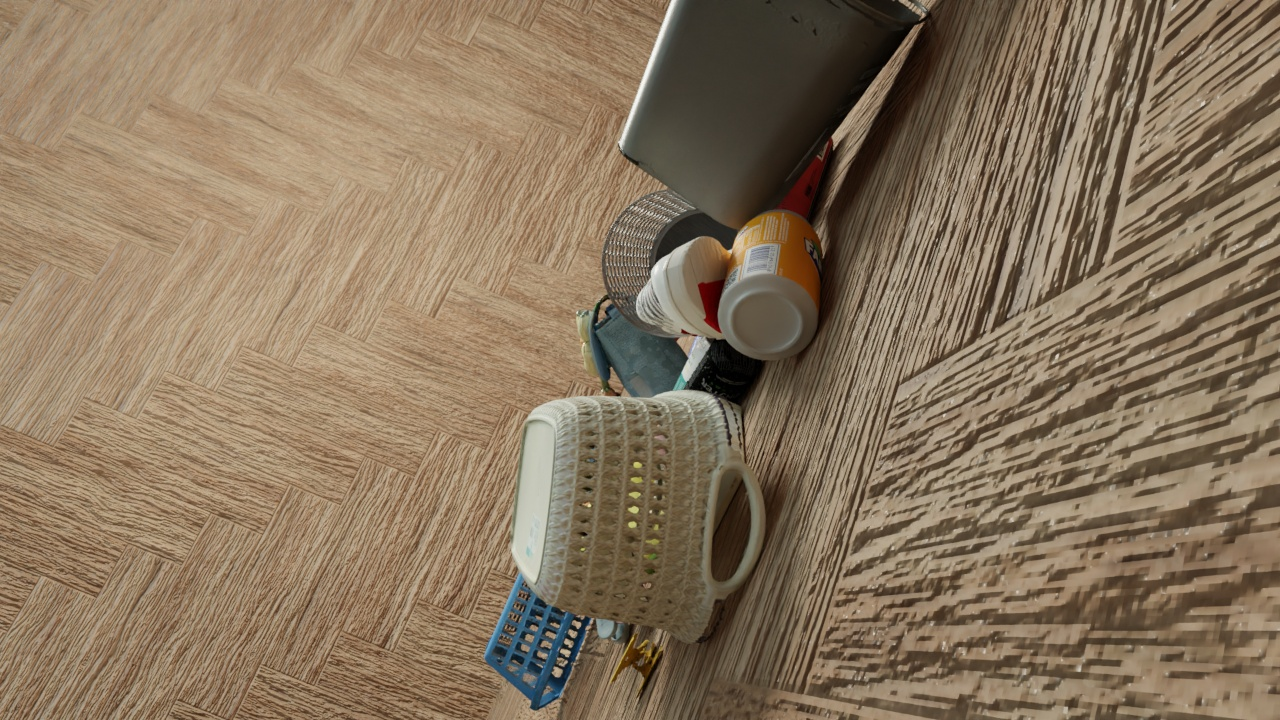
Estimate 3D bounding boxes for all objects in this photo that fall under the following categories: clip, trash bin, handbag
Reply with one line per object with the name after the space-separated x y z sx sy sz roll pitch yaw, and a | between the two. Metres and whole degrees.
-0.059 0.212 1.001 0.031 0.164 0.172 -40 19 23 | clip
0.058 -0.110 1.054 0.156 0.156 0.183 -66 -12 11 | trash bin
-0.007 0.007 1.130 0.118 0.192 0.122 -35 3 -2 | handbag
0.106 -0.260 0.831 0.221 0.197 0.196 -59 -10 33 | trash bin
0.000 0.259 0.790 0.048 0.046 0.054 42 113 52 | clip

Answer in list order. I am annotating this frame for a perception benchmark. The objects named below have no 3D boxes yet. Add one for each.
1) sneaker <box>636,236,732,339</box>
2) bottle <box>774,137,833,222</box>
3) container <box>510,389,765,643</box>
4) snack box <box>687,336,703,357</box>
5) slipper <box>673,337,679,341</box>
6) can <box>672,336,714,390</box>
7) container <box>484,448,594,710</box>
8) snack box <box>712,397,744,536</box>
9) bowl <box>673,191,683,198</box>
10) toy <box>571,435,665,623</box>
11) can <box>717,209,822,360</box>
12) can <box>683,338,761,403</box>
0.040 -0.057 0.845 0.236 0.104 0.090 -23 -83 -70 | sneaker
0.155 -0.172 0.976 0.062 0.062 0.176 120 173 -64 | bottle
-0.016 0.110 0.710 0.252 0.143 0.184 172 104 -76 | container
0.087 -0.014 1.259 0.082 0.027 0.149 120 174 -54 | snack box
0.109 -0.097 1.200 0.249 0.059 0.103 -51 6 12 | slipper
0.071 0.022 1.009 0.054 0.055 0.102 -72 7 -62 | can
-0.088 0.257 1.201 0.257 0.089 0.361 84 -152 -74 | container
0.065 0.098 0.829 0.149 0.026 0.082 -76 9 -70 | snack box
0.115 -0.220 1.127 0.188 0.220 0.060 -6 -84 -53 | bowl
-0.009 0.165 0.943 0.191 0.088 0.237 -18 34 32 | toy
0.112 -0.068 0.772 0.142 0.079 0.079 -71 5 -55 | can
0.075 0.027 0.924 0.138 0.054 0.053 118 175 -53 | can
